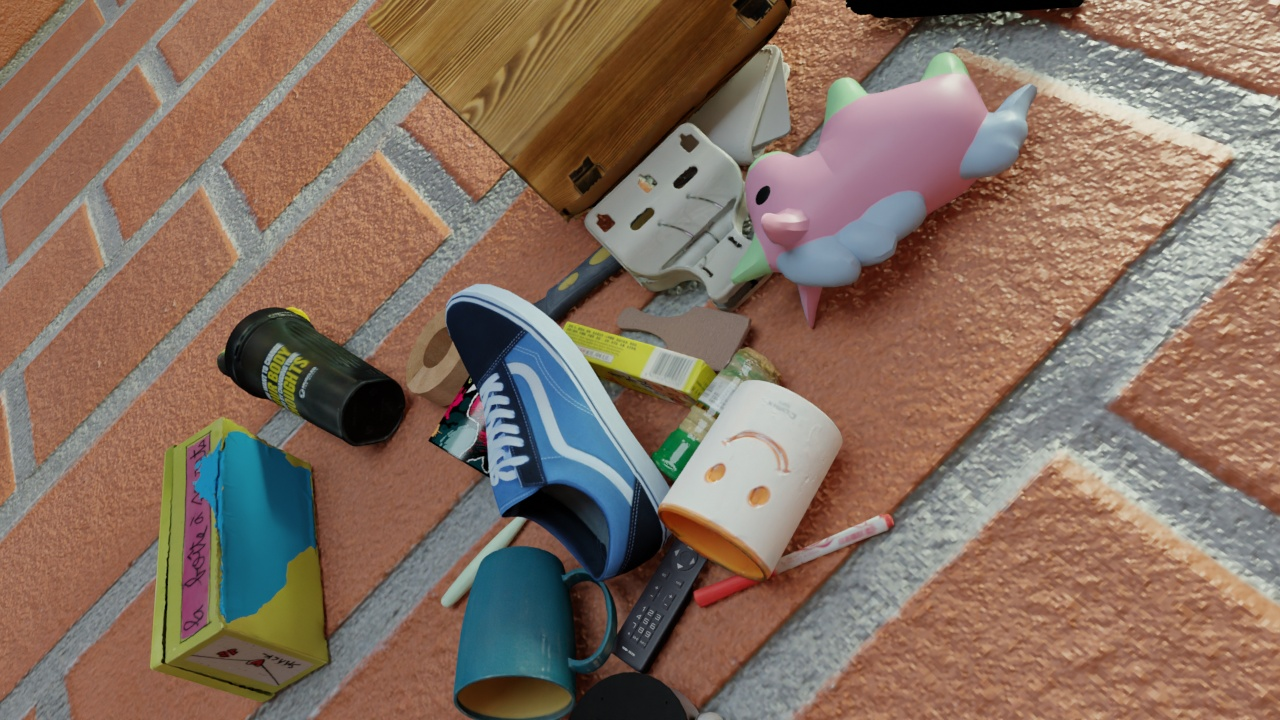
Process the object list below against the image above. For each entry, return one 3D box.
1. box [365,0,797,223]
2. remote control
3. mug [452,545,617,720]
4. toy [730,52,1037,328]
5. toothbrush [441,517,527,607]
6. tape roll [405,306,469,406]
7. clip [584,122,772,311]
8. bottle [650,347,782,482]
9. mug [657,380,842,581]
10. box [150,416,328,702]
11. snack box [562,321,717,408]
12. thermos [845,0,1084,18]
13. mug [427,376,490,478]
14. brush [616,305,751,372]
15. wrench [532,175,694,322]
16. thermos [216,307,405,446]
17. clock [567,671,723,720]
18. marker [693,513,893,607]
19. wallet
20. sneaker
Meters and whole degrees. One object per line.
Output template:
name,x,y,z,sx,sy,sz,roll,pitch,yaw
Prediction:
box,-0.036,-0.285,0.806,0.279,0.192,0.251,-45,62,1
remote control,0.027,0.150,0.638,0.032,0.015,0.136,22,74,40
mug,-0.071,0.186,0.641,0.112,0.084,0.104,-14,46,11
toy,0.173,-0.129,0.658,0.223,0.120,0.170,-10,52,23
toothbrush,-0.106,0.137,0.733,0.154,0.015,0.022,-49,14,-3
tape roll,-0.176,-0.006,0.845,0.094,0.027,0.093,-27,46,32
clip,0.047,-0.103,0.760,0.126,0.101,0.152,-45,80,5
bottle,0.056,0.043,0.667,0.111,0.043,0.043,-51,48,-5
mug,0.072,0.078,0.600,0.082,0.082,0.105,18,65,39
box,-0.349,0.169,0.804,0.079,0.124,0.220,-32,51,10
snack box,-0.004,0.004,0.731,0.148,0.040,0.029,17,72,39
thermos,0.248,-0.322,0.735,0.199,0.086,0.086,12,70,38
mug,-0.119,0.044,0.765,0.098,0.082,0.118,-59,22,-11
brush,0.031,-0.022,0.744,0.136,0.015,0.049,16,72,45
wrench,-0.050,-0.072,0.820,0.273,0.022,0.073,-38,48,9
thermos,-0.325,0.013,0.907,0.221,0.098,0.098,22,76,36
clock,0.007,0.251,0.577,0.123,0.035,0.094,6,66,35
marker,0.099,0.131,0.604,0.142,0.013,0.012,-27,51,17
wallet,0.090,-0.225,0.813,0.115,0.037,0.118,6,70,36
sneaker,-0.076,0.048,0.642,0.241,0.098,0.084,51,134,11
